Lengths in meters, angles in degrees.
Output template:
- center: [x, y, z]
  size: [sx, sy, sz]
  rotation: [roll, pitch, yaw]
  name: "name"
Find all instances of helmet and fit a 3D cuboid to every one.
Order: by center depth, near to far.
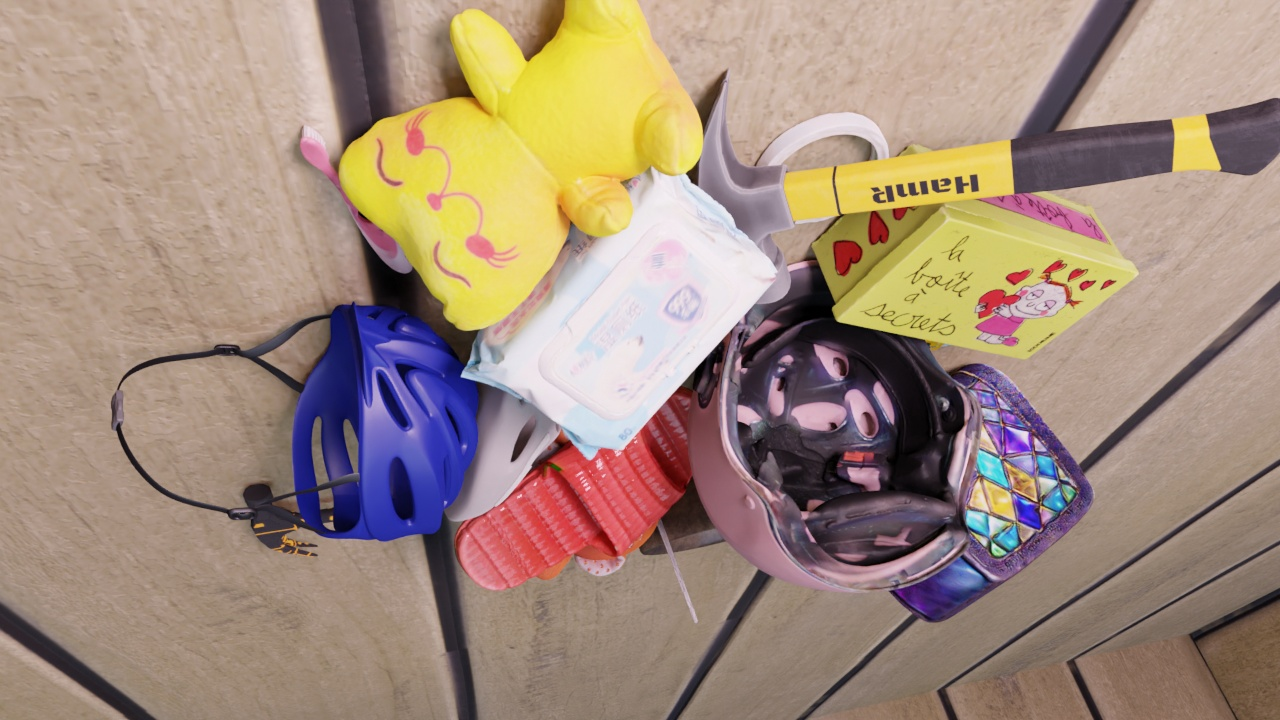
- center: [-0.225, 0.052, 0.628]
  size: [0.227, 0.147, 0.242]
  rotation: [-5, 147, -24]
  name: "helmet"
- center: [0.138, 0.057, 0.722]
  size: [0.229, 0.255, 0.153]
  rotation: [4, 160, -22]
  name: "helmet"

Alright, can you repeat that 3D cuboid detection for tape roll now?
- center: [0.122, -0.129, 0.624]
  size: [0.093, 0.013, 0.093]
  rotation: [-11, 149, -7]
  name: "tape roll"

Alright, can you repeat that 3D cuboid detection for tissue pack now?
- center: [-0.013, -0.028, 0.565]
  size: [0.112, 0.070, 0.182]
  rotation: [36, 99, -33]
  name: "tissue pack"

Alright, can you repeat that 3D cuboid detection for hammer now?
- center: [0.186, -0.113, 0.540]
  size: [0.325, 0.034, 0.170]
  rotation: [-3, 138, 24]
  name: "hammer"
- center: [-0.203, 0.134, 0.879]
  size: [0.320, 0.036, 0.123]
  rotation: [-8, 143, -9]
  name: "hammer"

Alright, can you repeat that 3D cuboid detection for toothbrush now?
- center: [-0.170, -0.093, 0.557]
  size: [0.021, 0.016, 0.135]
  rotation: [-17, 151, 4]
  name: "toothbrush"
- center: [0.025, 0.164, 0.883]
  size: [0.010, 0.181, 0.010]
  rotation: [-34, 151, 22]
  name: "toothbrush"

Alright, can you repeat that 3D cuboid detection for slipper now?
- center: [-0.089, 0.033, 0.705]
  size: [0.080, 0.112, 0.267]
  rotation: [3, 137, -25]
  name: "slipper"
- center: [-0.041, 0.116, 0.760]
  size: [0.249, 0.059, 0.103]
  rotation: [-35, 109, 0]
  name: "slipper"

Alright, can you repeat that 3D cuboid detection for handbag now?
- center: [0.281, 0.109, 0.875]
  size: [0.204, 0.222, 0.126]
  rotation: [-25, 157, -31]
  name: "handbag"

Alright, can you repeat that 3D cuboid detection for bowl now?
- center: [0.071, 0.150, 0.960]
  size: [0.162, 0.070, 0.162]
  rotation: [-12, 163, -4]
  name: "bowl"

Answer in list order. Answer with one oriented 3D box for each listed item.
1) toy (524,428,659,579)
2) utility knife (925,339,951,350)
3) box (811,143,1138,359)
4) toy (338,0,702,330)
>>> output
- center: [-0.052, 0.125, 0.833]
  size: [0.172, 0.093, 0.164]
  rotation: [34, 94, -31]
  name: "toy"
- center: [0.253, -0.017, 0.857]
  size: [0.218, 0.019, 0.031]
  rotation: [-6, 156, -21]
  name: "utility knife"
- center: [0.253, -0.075, 0.701]
  size: [0.220, 0.081, 0.125]
  rotation: [8, 142, -34]
  name: "box"
- center: [-0.063, -0.116, 0.498]
  size: [0.194, 0.087, 0.134]
  rotation: [-34, 101, 21]
  name: "toy"
